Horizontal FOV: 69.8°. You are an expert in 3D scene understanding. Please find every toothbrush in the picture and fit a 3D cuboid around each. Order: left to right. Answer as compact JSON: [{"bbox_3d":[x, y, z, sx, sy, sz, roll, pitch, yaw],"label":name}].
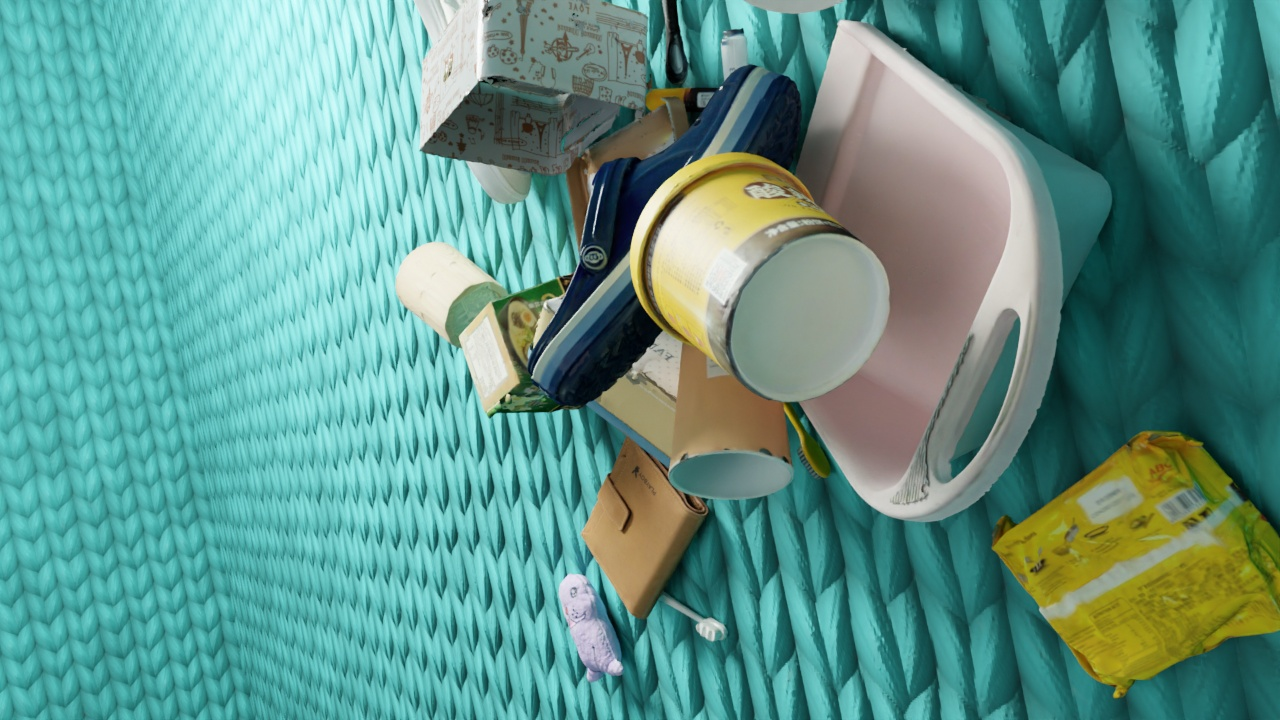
[{"bbox_3d":[0.011,0.210,0.827,0.180,0.016,0.016,19,108,49],"label":"toothbrush"},{"bbox_3d":[0.087,0.004,0.674,0.191,0.016,0.018,62,149,20],"label":"toothbrush"}]

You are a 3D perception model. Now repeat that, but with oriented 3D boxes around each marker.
[{"bbox_3d":[0.049,-0.191,0.670,0.124,0.015,0.018,16,114,47],"label":"marker"},{"bbox_3d":[0.071,-0.160,0.634,0.023,0.018,0.131,3,113,24],"label":"marker"}]

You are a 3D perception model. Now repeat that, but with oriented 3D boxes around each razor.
[{"bbox_3d":[0.021,-0.277,0.678,0.043,0.022,0.143,-6,102,9],"label":"razor"}]

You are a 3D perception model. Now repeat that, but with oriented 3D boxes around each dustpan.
[{"bbox_3d":[0.127,-0.050,0.505,0.273,0.138,0.223,38,128,40],"label":"dustpan"}]

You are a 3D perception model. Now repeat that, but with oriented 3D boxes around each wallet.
[{"bbox_3d":[0.000,0.144,0.805,0.108,0.031,0.132,50,127,35],"label":"wallet"}]

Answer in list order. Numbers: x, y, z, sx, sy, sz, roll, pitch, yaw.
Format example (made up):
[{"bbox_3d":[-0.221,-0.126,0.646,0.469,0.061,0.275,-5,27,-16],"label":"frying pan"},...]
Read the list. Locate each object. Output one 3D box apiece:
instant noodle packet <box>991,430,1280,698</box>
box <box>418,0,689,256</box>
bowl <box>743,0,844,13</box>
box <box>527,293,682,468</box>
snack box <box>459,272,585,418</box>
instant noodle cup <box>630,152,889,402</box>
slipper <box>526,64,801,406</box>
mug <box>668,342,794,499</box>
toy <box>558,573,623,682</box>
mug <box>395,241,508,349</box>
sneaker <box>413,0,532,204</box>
[{"bbox_3d":[0.254,0.102,0.461,0.110,0.044,0.129,55,141,18],"label":"instant noodle packet"},{"bbox_3d":[-0.074,-0.156,0.703,0.181,0.156,0.226,-6,96,60],"label":"box"},{"bbox_3d":[0.093,-0.274,0.536,0.119,0.118,0.064,-46,25,48],"label":"bowl"},{"bbox_3d":[-0.004,0.004,0.703,0.184,0.089,0.059,35,128,26],"label":"box"},{"bbox_3d":[-0.095,-0.013,0.830,0.118,0.105,0.117,-36,70,50],"label":"snack box"},{"bbox_3d":[0.067,-0.043,0.506,0.114,0.118,0.119,-126,39,-58],"label":"instant noodle cup"},{"bbox_3d":[0.006,-0.084,0.603,0.095,0.105,0.253,39,98,13],"label":"slipper"},{"bbox_3d":[0.058,0.020,0.600,0.078,0.078,0.122,-39,42,50],"label":"mug"},{"bbox_3d":[-0.051,0.262,0.904,0.108,0.038,0.084,65,147,15],"label":"toy"},{"bbox_3d":[-0.192,-0.052,0.977,0.103,0.084,0.125,36,150,40],"label":"mug"},{"bbox_3d":[-0.131,-0.267,0.834,0.091,0.089,0.242,-14,101,23],"label":"sneaker"}]
